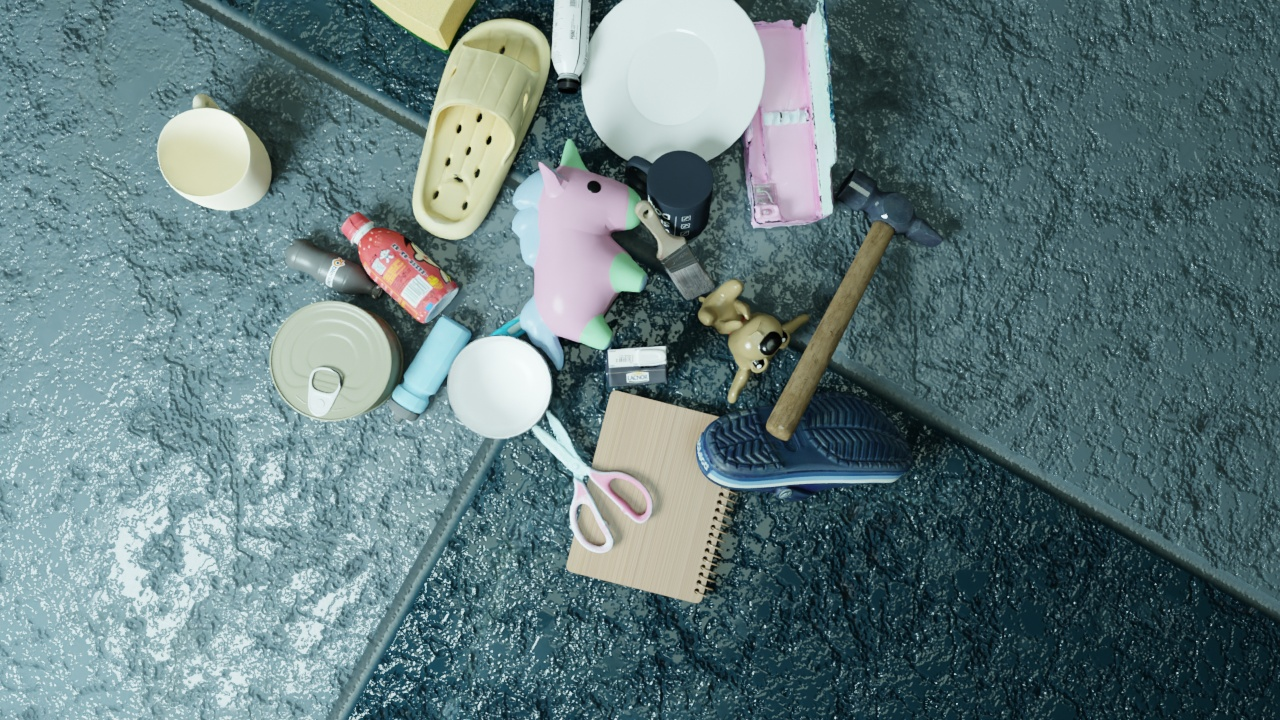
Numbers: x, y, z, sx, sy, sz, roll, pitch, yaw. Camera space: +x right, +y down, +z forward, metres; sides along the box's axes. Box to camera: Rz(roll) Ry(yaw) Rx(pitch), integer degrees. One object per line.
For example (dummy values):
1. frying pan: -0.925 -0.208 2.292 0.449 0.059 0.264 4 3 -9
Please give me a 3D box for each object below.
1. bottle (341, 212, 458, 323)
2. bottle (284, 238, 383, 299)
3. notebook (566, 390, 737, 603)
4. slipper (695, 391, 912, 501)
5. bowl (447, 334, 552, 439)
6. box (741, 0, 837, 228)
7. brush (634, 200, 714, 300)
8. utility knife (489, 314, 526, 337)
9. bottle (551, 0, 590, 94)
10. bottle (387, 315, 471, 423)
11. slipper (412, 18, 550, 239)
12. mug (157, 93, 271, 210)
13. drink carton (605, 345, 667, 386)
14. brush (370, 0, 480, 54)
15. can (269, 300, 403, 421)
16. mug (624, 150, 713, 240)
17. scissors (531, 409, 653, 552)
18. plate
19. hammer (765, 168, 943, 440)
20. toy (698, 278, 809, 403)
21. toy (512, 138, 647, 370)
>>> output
1. bottle: -0.270 -0.107 1.012 0.137 0.062 0.062 44 88 -2
2. bottle: -0.340 -0.099 1.022 0.110 0.036 0.036 26 89 -2
3. notebook: 0.023 0.156 1.043 0.169 0.022 0.210 14 89 -2
4. slipper: 0.175 0.101 1.017 0.252 0.095 0.105 0 51 -20
5. bowl: -0.153 0.027 1.015 0.113 0.063 0.113 0 91 -3
6. box: 0.160 -0.268 1.007 0.086 0.105 0.230 -5 90 -3
7. brush: 0.036 -0.120 1.006 0.039 0.012 0.151 -34 131 4
8. utility knife: -0.169 -0.021 1.040 0.124 0.015 0.022 -31 89 1
9. bottle: -0.078 -0.359 1.030 0.041 0.041 0.116 3 90 -2
10. bottle: -0.238 0.014 1.024 0.040 0.040 0.130 32 89 -2
11. slipper: -0.185 -0.263 1.009 0.111 0.079 0.261 20 90 1
12. mug: -0.452 -0.222 0.986 0.096 0.100 0.120 -11 88 -4
13. drink carton: -0.006 0.006 0.988 0.064 0.130 0.040 -5 90 -2
14. brush: -0.214 -0.492 1.007 0.195 0.075 0.250 44 88 -2
15. can: -0.329 0.001 1.004 0.128 0.073 0.128 0 90 -2
16. mug: 0.028 -0.188 1.010 0.105 0.077 0.071 32 74 11
17. scissors: -0.076 0.137 1.025 0.179 0.016 0.105 42 90 0
18. plate: 0.036 -0.318 1.031 0.209 0.015 0.208 0 92 13
19. hammer: 0.220 -0.053 1.002 0.129 0.040 0.321 32 72 -4
20. toy: 0.114 -0.034 1.014 0.108 0.106 0.134 44 84 -12
21. toy: -0.079 -0.111 1.001 0.171 0.120 0.222 31 93 -7
